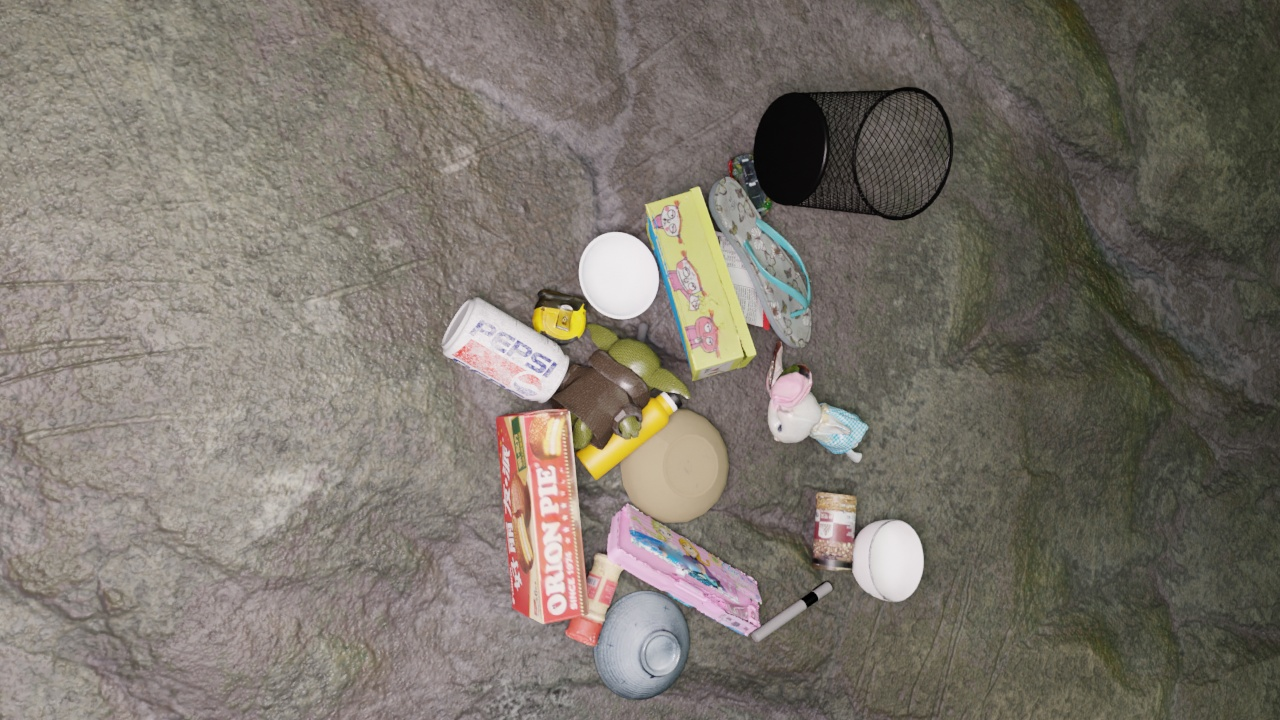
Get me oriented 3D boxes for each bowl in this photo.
[{"bbox_3d":[0.014,0.361,1.148,0.137,0.057,0.137,2,85,-25],"label":"bowl"},{"bbox_3d":[0.053,0.136,1.189,0.152,0.051,0.152,2,85,-26],"label":"bowl"},{"bbox_3d":[0.342,0.283,1.306,0.113,0.063,0.113,5,81,-33],"label":"bowl"},{"bbox_3d":[-0.035,-0.105,1.171,0.109,0.041,0.110,2,84,-26],"label":"bowl"}]

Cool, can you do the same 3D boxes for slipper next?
[{"bbox_3d":[0.183,-0.137,1.244,0.269,0.055,0.098,56,46,-22],"label":"slipper"}]

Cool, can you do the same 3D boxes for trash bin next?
[{"bbox_3d":[0.280,-0.284,1.247,0.209,0.184,0.184,-6,88,-31],"label":"trash bin"}]

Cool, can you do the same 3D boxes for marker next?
[{"bbox_3d":[0.210,0.346,1.267,0.140,0.016,0.016,-26,97,-25],"label":"marker"}]

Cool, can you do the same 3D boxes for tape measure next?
[{"bbox_3d":[-0.100,-0.050,1.138,0.065,0.037,0.064,16,79,-24],"label":"tape measure"}]

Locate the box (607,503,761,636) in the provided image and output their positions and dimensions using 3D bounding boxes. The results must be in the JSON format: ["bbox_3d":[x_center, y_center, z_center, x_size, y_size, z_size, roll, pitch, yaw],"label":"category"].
[{"bbox_3d":[0.063,0.262,1.166,0.230,0.053,0.084,34,32,-19],"label":"box"}]

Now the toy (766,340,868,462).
[{"bbox_3d":[0.233,0.080,1.273,0.106,0.131,0.205,-43,116,9],"label":"toy"}]

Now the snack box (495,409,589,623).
[{"bbox_3d":[-0.116,0.176,1.070,0.060,0.113,0.236,-4,88,-25],"label":"snack box"}]

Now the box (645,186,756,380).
[{"bbox_3d":[0.072,-0.093,1.152,0.081,0.124,0.221,-15,81,-1],"label":"box"}]

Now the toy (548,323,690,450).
[{"bbox_3d":[-0.040,0.039,1.115,0.152,0.179,0.078,-44,146,-16],"label":"toy"}]

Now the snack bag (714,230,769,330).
[{"bbox_3d":[0.117,-0.114,1.246,0.144,0.039,0.130,6,82,-26],"label":"snack bag"}]

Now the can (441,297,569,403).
[{"bbox_3d":[-0.159,-0.010,1.083,0.136,0.078,0.078,31,73,-20],"label":"can"}]

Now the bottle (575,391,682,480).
[{"bbox_3d":[-0.012,0.088,1.145,0.143,0.043,0.043,-38,102,-7],"label":"bottle"}]

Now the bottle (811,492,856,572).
[{"bbox_3d":[0.271,0.239,1.282,0.056,0.056,0.105,10,82,-25],"label":"bottle"}]

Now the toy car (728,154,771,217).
[{"bbox_3d":[0.149,-0.240,1.273,0.042,0.036,0.091,-20,90,-27],"label":"toy car"}]

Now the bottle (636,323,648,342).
[{"bbox_3d":[-0.007,0.007,1.182,0.030,0.030,0.113,16,79,-24],"label":"bottle"}]

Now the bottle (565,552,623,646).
[{"bbox_3d":[-0.055,0.293,1.129,0.044,0.044,0.109,27,74,-21],"label":"bottle"}]
